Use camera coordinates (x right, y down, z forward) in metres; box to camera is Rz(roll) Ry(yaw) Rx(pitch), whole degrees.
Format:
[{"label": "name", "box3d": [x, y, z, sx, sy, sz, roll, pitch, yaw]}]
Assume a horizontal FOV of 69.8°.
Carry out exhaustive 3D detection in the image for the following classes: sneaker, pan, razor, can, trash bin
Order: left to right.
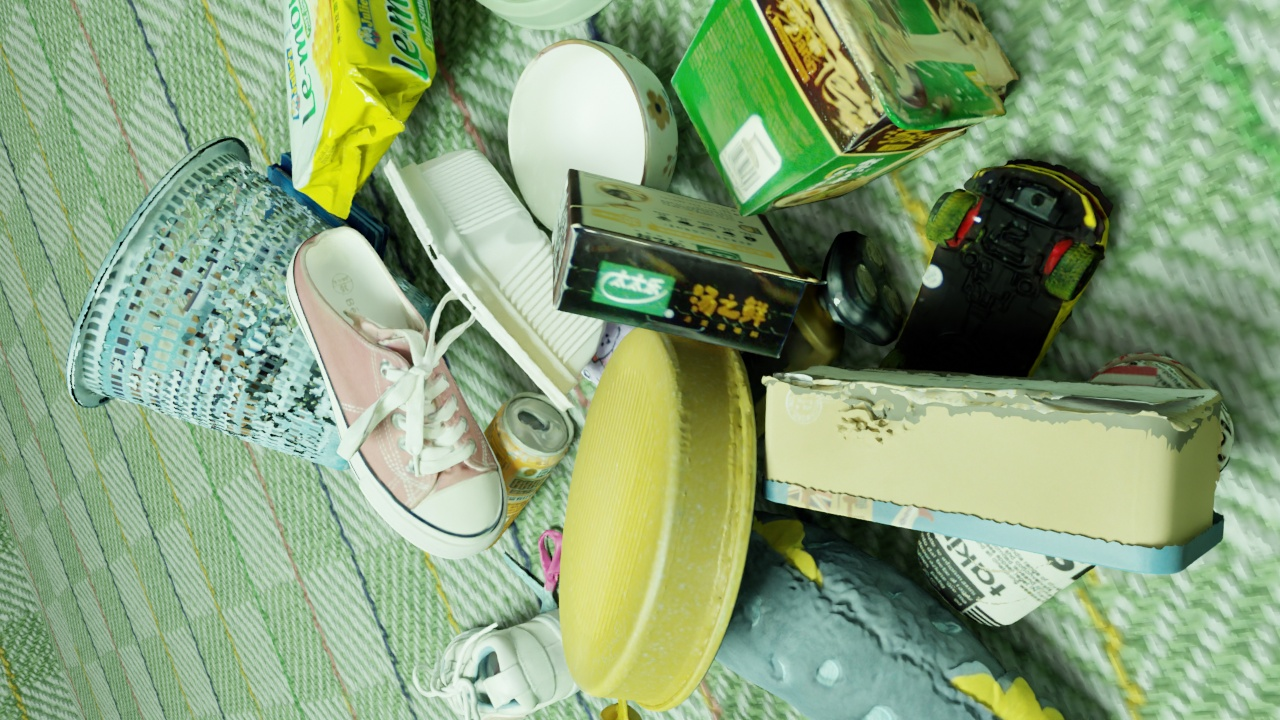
[{"label": "trash bin", "box3d": [-0.273, -0.023, 0.700, 0.195, 0.225, 0.227, 28, 130, -10]}, {"label": "sneaker", "box3d": [-0.153, 0.019, 0.598, 0.088, 0.118, 0.241, -23, 94, 58]}, {"label": "sneaker", "box3d": [-0.127, 0.264, 0.744, 0.243, 0.090, 0.089, -38, 77, 51]}, {"label": "can", "box3d": [-0.106, 0.088, 0.698, 0.058, 0.058, 0.146, 53, 132, 17]}, {"label": "pan", "box3d": [-0.001, 0.156, 0.497, 0.197, 0.078, 0.358, -133, 56, -72]}, {"label": "razor", "box3d": [0.082, 0.004, 0.508, 0.067, 0.062, 0.168, 28, 133, -4]}]

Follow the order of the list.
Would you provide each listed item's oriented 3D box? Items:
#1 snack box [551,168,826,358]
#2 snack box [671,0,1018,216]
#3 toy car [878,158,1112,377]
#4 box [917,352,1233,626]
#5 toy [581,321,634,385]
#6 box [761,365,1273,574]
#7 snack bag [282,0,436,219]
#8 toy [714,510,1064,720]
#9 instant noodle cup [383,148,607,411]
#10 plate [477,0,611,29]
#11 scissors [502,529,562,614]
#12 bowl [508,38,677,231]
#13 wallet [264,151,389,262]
[{"label": "snack box", "box3d": [0.016, -0.050, 0.449, 0.125, 0.113, 0.053, -98, 22, -62]}, {"label": "snack box", "box3d": [0.083, -0.127, 0.417, 0.106, 0.117, 0.118, -38, 74, 47]}, {"label": "toy car", "box3d": [0.159, -0.017, 0.431, 0.071, 0.041, 0.156, 34, 128, 30]}, {"label": "box", "box3d": [0.190, 0.065, 0.419, 0.165, 0.060, 0.072, -61, 42, 37]}, {"label": "toy", "box3d": [-0.004, 0.003, 0.589, 0.108, 0.038, 0.084, 29, 125, 31]}, {"label": "box", "box3d": [0.142, 0.037, 0.373, 0.185, 0.089, 0.062, 7, 97, 45]}, {"label": "snack bag", "box3d": [-0.194, -0.239, 0.621, 0.158, 0.068, 0.246, -26, 68, 56]}, {"label": "toy", "box3d": [0.098, 0.147, 0.504, 0.357, 0.091, 0.138, 23, 162, 38]}, {"label": "instant noodle cup", "box3d": [-0.084, -0.063, 0.573, 0.138, 0.060, 0.173, 53, 178, -41]}, {"label": "plate", "box3d": [-0.067, -0.320, 0.551, 0.230, 0.027, 0.230, 16, 114, 40]}, {"label": "scissors", "box3d": [-0.070, 0.192, 0.730, 0.133, 0.017, 0.134, 37, 129, 33]}, {"label": "bowl", "box3d": [-0.019, -0.130, 0.544, 0.114, 0.062, 0.113, 15, 112, 40]}, {"label": "wallet", "box3d": [-0.279, -0.108, 0.805, 0.133, 0.040, 0.107, 37, 129, 18]}]
